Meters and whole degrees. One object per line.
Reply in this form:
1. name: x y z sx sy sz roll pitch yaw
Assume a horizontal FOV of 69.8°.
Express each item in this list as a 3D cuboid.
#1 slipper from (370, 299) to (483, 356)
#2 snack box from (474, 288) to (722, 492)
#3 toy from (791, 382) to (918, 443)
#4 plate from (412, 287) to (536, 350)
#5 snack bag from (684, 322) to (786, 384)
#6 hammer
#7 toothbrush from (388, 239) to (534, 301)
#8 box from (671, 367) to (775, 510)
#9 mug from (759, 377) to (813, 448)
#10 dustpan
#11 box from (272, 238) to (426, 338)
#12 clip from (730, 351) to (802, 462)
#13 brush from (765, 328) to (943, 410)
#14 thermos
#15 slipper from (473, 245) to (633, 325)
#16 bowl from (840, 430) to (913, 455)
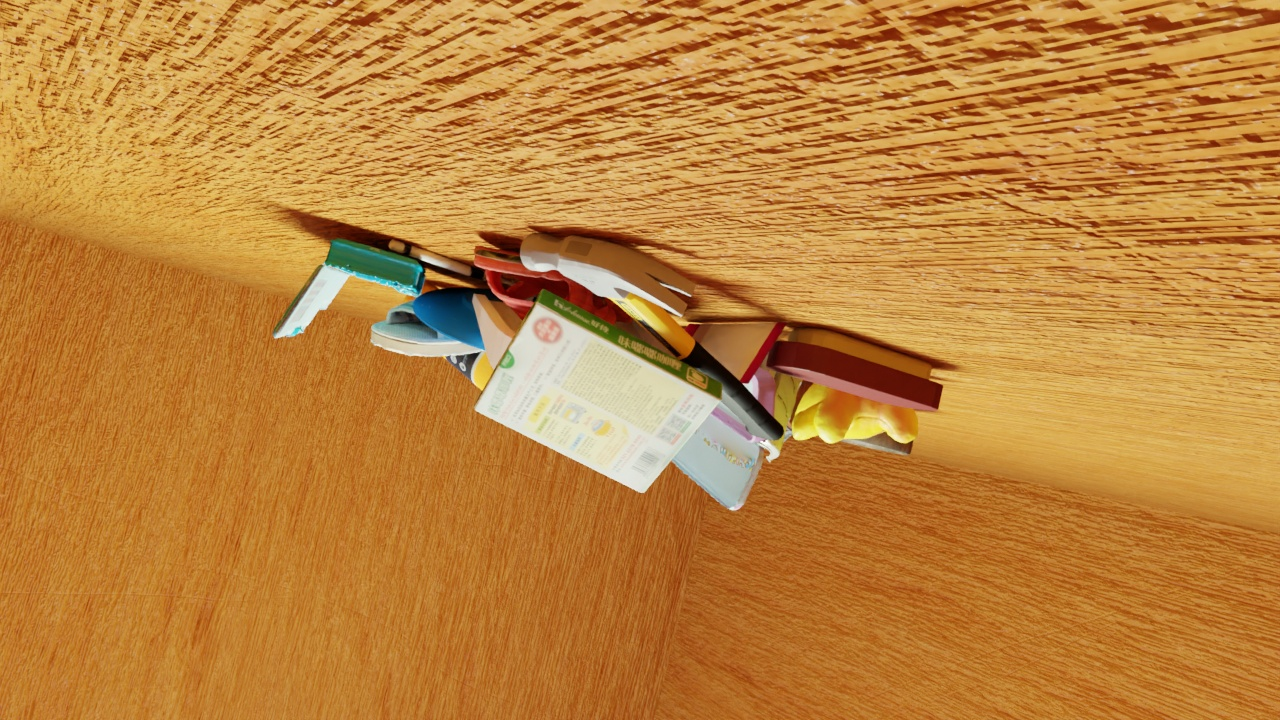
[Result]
1. slipper: -0.210 -0.051 1.117 0.114 0.054 0.272 21 -162 27
2. snack box: -0.037 0.030 0.764 0.168 0.132 0.027 28 -143 -11
3. toy: 0.238 0.050 1.044 0.134 0.087 0.193 -4 177 7
4. plate: -0.143 -0.052 1.042 0.224 0.024 0.224 14 -163 -5
5. snack bag: 0.076 -0.009 0.912 0.016 0.070 0.197 37 167 -20
6. hammer: 0.041 -0.006 0.764 0.127 0.029 0.323 12 160 40
7. toothbrush: -0.187 -0.094 0.986 0.186 0.017 0.012 18 -175 -42
8. box: 0.076 0.059 1.000 0.040 0.151 0.214 8 -168 -24
9. mug: 0.180 0.063 1.222 0.081 0.117 0.111 -6 -166 -38
10. dustpan: -0.054 -0.020 0.910 0.191 0.053 0.257 7 -156 -20
11. box: -0.321 -0.087 1.016 0.168 0.086 0.227 -20 -174 -10
12. clip: 0.149 0.040 1.031 0.105 0.126 0.152 21 152 1
13. brush: 0.203 0.007 0.861 0.173 0.042 0.082 16 176 -23
14. thermos: -0.226 -0.016 1.229 0.233 0.076 0.092 36 143 26
15. slipper: -0.072 -0.054 0.862 0.104 0.059 0.248 13 177 23
16. bowl: 0.314 0.083 1.321 0.162 0.070 0.162 14 176 1
